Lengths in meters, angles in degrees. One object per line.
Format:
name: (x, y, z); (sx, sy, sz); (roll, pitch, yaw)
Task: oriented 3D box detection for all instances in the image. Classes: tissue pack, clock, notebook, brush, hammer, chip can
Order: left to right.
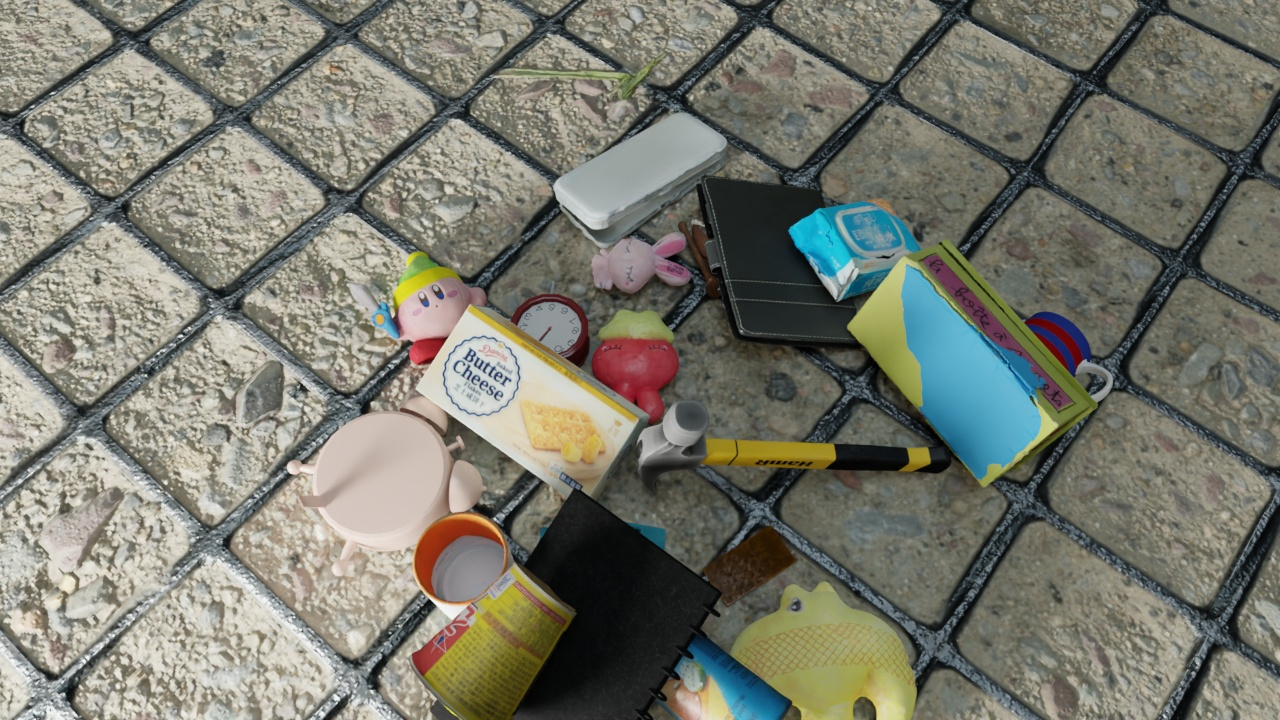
clock: (-0.246, 0.111, 0.887); (0.160, 0.086, 0.131); (-25, 66, -19)
clock: (-0.101, -0.018, 0.969); (0.087, 0.044, 0.124); (31, 66, 14)
notebook: (-0.055, 0.249, 0.771); (0.169, 0.019, 0.231); (32, 87, 27)
chip can: (0.019, 0.254, 0.799); (0.229, 0.080, 0.079); (33, 67, 25)
brush: (0.087, 0.206, 0.875); (0.126, 0.017, 0.048); (-29, 68, -14)
notebook: (0.150, -0.108, 1.001); (0.169, 0.030, 0.208); (2, 58, -22)
hammer: (0.151, 0.093, 0.882); (0.324, 0.170, 0.034); (4, 63, -15)
tissue pack: (0.237, -0.123, 0.995); (0.144, 0.062, 0.093); (-16, 68, -31)

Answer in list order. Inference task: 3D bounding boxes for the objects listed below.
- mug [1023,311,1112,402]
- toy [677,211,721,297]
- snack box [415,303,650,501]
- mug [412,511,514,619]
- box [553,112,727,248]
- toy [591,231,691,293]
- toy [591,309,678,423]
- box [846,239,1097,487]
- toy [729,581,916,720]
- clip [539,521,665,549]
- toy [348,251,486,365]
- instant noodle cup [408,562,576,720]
mug: (0.418, 0.010, 0.935); (0.076, 0.075, 0.112); (-35, 49, -17)
toy: (0.080, -0.125, 1.026); (0.055, 0.041, 0.101); (-25, 60, 1)
snack box: (-0.105, 0.042, 0.904); (0.208, 0.057, 0.104); (34, 93, 9)
mug: (-0.154, 0.191, 0.831); (0.082, 0.105, 0.082); (0, 63, 0)
box: (0.004, -0.221, 1.069); (0.213, 0.063, 0.118); (-35, 67, -16)
toy: (0.001, -0.108, 1.014); (0.110, 0.047, 0.063); (-10, 73, -9)
toy: (-0.006, 0.006, 0.957); (0.091, 0.045, 0.135); (2, 61, 3)
box: (0.323, 0.003, 0.913); (0.079, 0.125, 0.221); (-22, 63, -35)
toy: (0.156, 0.277, 0.818); (0.170, 0.064, 0.154); (-5, 75, 5)
clip: (-0.049, 0.166, 0.876); (0.119, 0.120, 0.033); (-18, 59, 28)
toy: (-0.231, -0.061, 0.982); (0.124, 0.097, 0.131); (-27, 85, -7)
instant noodle cup: (-0.114, 0.228, 0.745); (0.100, 0.100, 0.112); (36, 80, 16)
